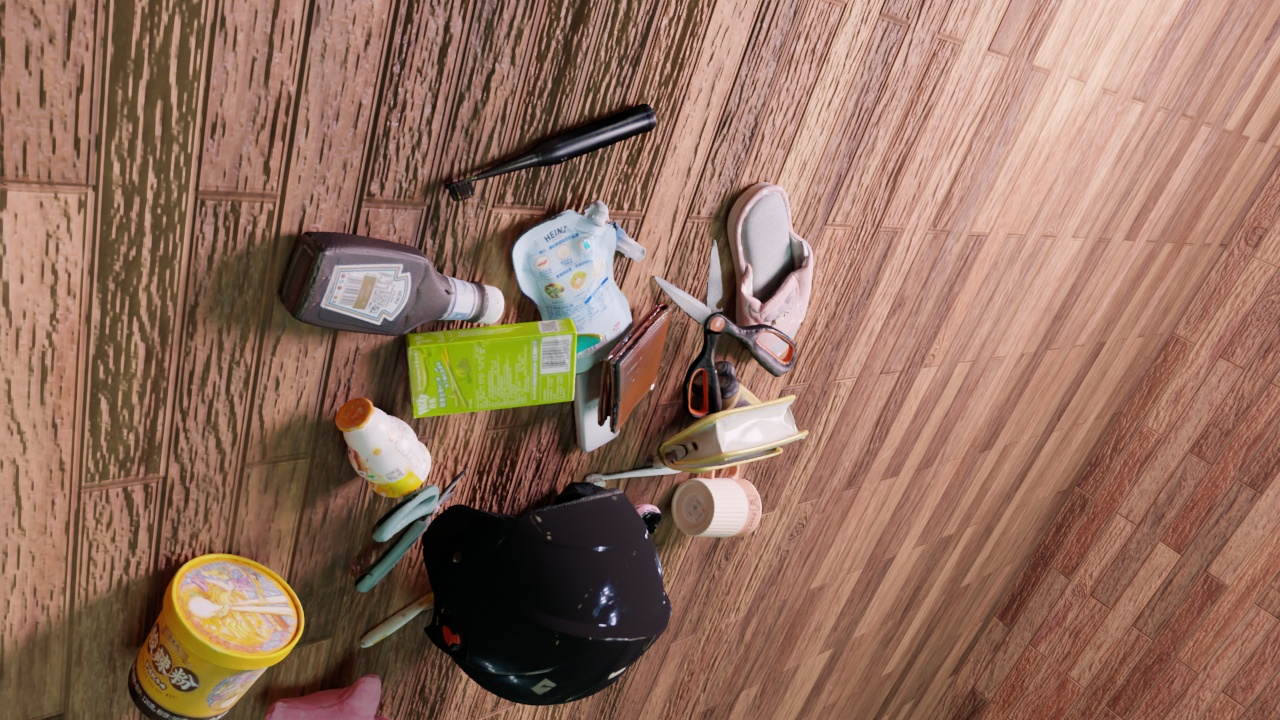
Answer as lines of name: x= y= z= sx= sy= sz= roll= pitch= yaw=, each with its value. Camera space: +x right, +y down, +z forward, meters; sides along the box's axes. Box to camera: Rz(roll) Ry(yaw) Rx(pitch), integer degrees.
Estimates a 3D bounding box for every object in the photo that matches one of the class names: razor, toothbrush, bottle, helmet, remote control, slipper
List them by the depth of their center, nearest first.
bottle: x=-0.201 y=-0.059 z=0.781 sx=0.194 sy=0.044 sz=0.080 roll=7 pitch=116 yaw=-48
toothbrush: x=-0.076 y=-0.184 z=0.812 sx=0.212 sy=0.026 sz=0.027 roll=-28 pitch=99 yaw=-26
bottle: x=-0.238 y=0.078 z=0.842 sx=0.063 sy=0.063 sz=0.108 roll=-39 pitch=142 yaw=-15
razor: x=-0.097 y=0.002 z=0.917 sx=0.133 sy=0.028 sz=0.043 roll=-27 pitch=134 yaw=14
helmet: x=-0.100 y=0.253 z=0.982 sx=0.233 sy=0.230 sz=0.275 roll=-1 pitch=138 yaw=-53
remote control: x=-0.050 y=0.045 z=1.038 sx=0.055 sy=0.020 sz=0.136 roll=-27 pitch=137 yaw=-27
toothbrush: x=-0.234 y=0.270 z=1.050 sx=0.191 sy=0.016 sz=0.018 roll=-32 pitch=148 yaw=-23
slipper: x=0.161 y=-0.094 z=1.103 sx=0.114 sy=0.054 sz=0.275 roll=-36 pitch=140 yaw=-18
toothbrush: x=0.000 y=0.147 z=1.178 sx=0.179 sy=0.016 sz=0.016 roll=-1 pitch=133 yaw=-45
razor: x=0.125 y=0.048 z=1.198 sx=0.167 sy=0.062 sz=0.067 roll=31 pitch=66 yaw=-58

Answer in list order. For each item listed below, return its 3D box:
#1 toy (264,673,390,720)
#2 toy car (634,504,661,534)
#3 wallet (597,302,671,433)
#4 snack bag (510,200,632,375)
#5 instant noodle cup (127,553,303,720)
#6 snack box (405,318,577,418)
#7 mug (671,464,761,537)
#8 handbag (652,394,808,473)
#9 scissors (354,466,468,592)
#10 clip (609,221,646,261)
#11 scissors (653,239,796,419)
toy: x=-0.354 y=0.420 z=1.012 sx=0.178 sy=0.074 sz=0.195 roll=-26 pitch=134 yaw=-13
toy car: x=-0.024 y=0.233 z=1.213 sx=0.122 sy=0.037 sz=0.056 roll=-46 pitch=141 yaw=15
wallet: x=-0.006 y=0.006 z=0.999 sx=0.124 sy=0.032 sz=0.101 roll=-50 pitch=157 yaw=-45
snack bag: x=-0.064 y=-0.070 z=0.911 sx=0.110 sy=0.039 sz=0.191 roll=-25 pitch=139 yaw=-12
instant noodle cup: x=-0.381 y=0.253 z=0.812 sx=0.115 sy=0.118 sz=0.118 roll=-51 pitch=144 yaw=16
snack box: x=-0.139 y=0.008 z=0.868 sx=0.156 sy=0.026 sz=0.086 roll=-7 pitch=127 yaw=-15
mug: x=0.108 y=0.190 z=1.280 sx=0.105 sy=0.082 sz=0.114 roll=10 pitch=87 yaw=-47
handbag: x=0.100 y=0.108 z=1.149 sx=0.163 sy=0.063 sz=0.179 roll=-8 pitch=165 yaw=-39
scissors: x=-0.240 y=0.175 z=0.909 sx=0.170 sy=0.019 sz=0.171 roll=-51 pitch=174 yaw=11
clip: x=-0.017 y=-0.119 z=0.937 sx=0.058 sy=0.036 sz=0.026 roll=28 pitch=98 yaw=-49
scissors: x=0.093 y=-0.023 z=1.064 sx=0.220 sy=0.021 sz=0.228 roll=14 pitch=110 yaw=-27
